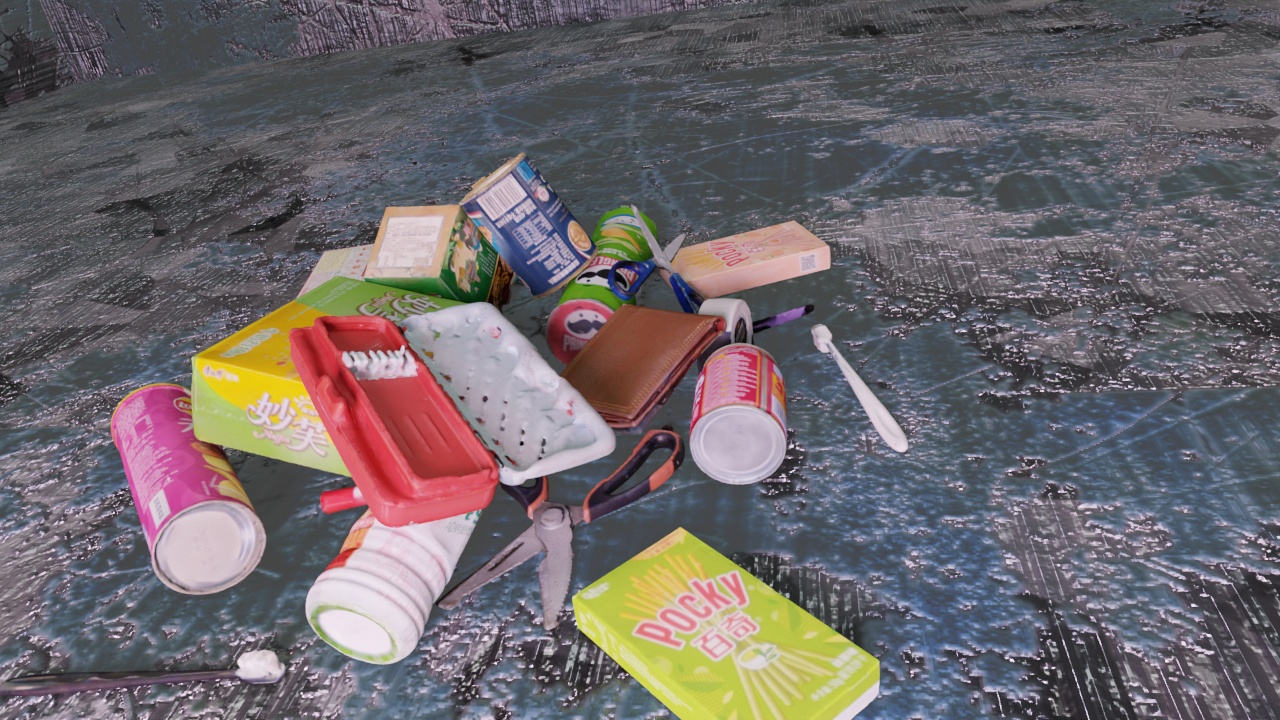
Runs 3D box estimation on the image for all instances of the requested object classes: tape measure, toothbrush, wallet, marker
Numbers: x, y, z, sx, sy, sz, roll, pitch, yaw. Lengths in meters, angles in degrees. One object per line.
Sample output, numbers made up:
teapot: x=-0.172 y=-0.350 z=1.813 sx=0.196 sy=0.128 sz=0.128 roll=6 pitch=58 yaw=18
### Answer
tape measure: x=0.069 y=-0.019 z=0.755 sx=0.034 sy=0.066 sz=0.065 roll=3 pitch=31 yaw=22
toothbrush: x=0.073 y=-0.021 z=0.813 sx=0.188 sy=0.014 sz=0.017 roll=-19 pitch=27 yaw=-19
wallet: x=-0.004 y=0.004 z=0.708 sx=0.101 sy=0.032 sz=0.124 roll=7 pitch=47 yaw=44
toothbrush: x=-0.298 y=0.186 z=0.543 sx=0.181 sy=0.018 sz=0.015 roll=-7 pitch=32 yaw=7
toothbrush: x=0.167 y=0.020 z=0.715 sx=0.016 sy=0.016 sz=0.180 roll=-13 pitch=31 yaw=-4
marker: x=-0.160 y=0.089 z=0.659 sx=0.145 sy=0.017 sz=0.017 roll=-12 pitch=28 yaw=9

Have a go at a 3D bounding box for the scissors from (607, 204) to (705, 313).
scissors: x=0.021 y=-0.082 z=0.848 sx=0.174 sy=0.012 sz=0.162 roll=51 pitch=36 yaw=16

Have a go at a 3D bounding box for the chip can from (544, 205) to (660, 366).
chip can: x=-0.030 y=-0.076 z=0.881 sx=0.072 sy=0.072 sz=0.235 roll=-3 pitch=29 yaw=11

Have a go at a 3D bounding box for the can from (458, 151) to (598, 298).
can: x=-0.100 y=-0.122 z=0.824 sx=0.075 sy=0.111 sz=0.075 roll=-33 pitch=20 yaw=13

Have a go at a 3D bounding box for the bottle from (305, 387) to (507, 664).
bottle: x=-0.133 y=0.092 z=0.584 sx=0.068 sy=0.068 sz=0.196 roll=2 pitch=39 yaw=19

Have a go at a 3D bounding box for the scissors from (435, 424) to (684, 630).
scissors: x=-0.050 y=0.099 z=0.631 sx=0.189 sy=0.015 sz=0.225 roll=-13 pitch=30 yaw=-8

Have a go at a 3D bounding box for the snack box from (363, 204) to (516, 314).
snack box: x=-0.193 y=-0.085 z=0.859 sx=0.118 sy=0.106 sz=0.118 roll=1 pitch=63 yaw=18

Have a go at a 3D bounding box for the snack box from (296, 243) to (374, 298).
snack box: x=-0.335 y=-0.091 z=1.038 sx=0.077 sy=0.027 sz=0.155 roll=-9 pitch=29 yaw=0

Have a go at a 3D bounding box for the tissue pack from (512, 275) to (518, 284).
tissue pack: x=-0.193 y=-0.091 z=0.975 sx=0.134 sy=0.050 sz=0.093 roll=3 pitch=30 yaw=19

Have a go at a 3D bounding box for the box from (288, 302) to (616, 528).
box: x=-0.127 y=0.023 z=0.596 sx=0.157 sy=0.039 sz=0.201 roll=-8 pitch=34 yaw=-33

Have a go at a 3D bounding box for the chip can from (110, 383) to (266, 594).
chip can: x=-0.336 y=0.087 z=0.674 sx=0.071 sy=0.071 sz=0.211 roll=-24 pitch=33 yaw=-26

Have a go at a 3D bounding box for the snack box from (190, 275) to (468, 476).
snack box: x=-0.221 y=0.006 z=0.726 sx=0.158 sy=0.070 sz=0.209 roll=12 pitch=24 yaw=8

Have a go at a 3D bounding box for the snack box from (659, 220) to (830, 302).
snack box: x=0.104 y=-0.102 z=0.935 sx=0.157 sy=0.026 sz=0.084 roll=-14 pitch=29 yaw=-11

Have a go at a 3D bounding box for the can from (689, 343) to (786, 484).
can: x=0.071 y=0.035 z=0.656 sx=0.066 sy=0.067 sz=0.093 roll=-3 pitch=30 yaw=10

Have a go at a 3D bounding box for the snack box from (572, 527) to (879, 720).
snack box: x=0.041 y=0.152 z=0.497 sx=0.085 sy=0.026 sz=0.156 roll=-26 pitch=33 yaw=-30
